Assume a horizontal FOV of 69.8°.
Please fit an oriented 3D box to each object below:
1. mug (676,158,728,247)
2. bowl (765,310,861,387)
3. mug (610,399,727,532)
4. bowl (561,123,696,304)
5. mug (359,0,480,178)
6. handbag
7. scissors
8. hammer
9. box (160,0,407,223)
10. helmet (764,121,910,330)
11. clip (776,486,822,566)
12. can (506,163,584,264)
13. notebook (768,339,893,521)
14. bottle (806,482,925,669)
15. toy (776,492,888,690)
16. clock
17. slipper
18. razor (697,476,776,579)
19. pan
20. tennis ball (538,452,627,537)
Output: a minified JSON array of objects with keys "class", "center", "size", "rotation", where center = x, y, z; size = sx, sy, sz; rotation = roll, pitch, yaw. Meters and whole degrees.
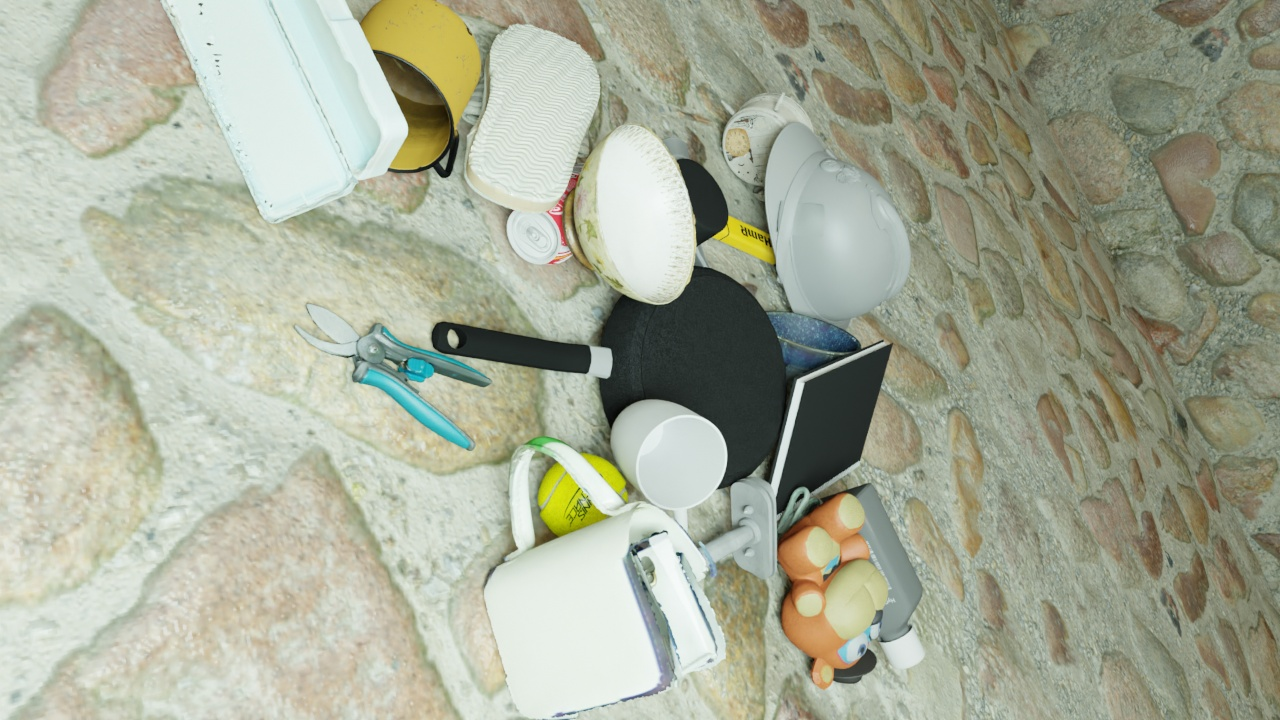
[{"class":"mug","center":[0.025,-0.126,0.872],"size":[0.078,0.088,0.113],"rotation":[37,44,-28]},{"class":"bowl","center":[0.170,-0.005,0.971],"size":[0.114,0.061,0.114],"rotation":[12,20,-4]},{"class":"mug","center":[0.016,0.082,0.700],"size":[0.071,0.089,0.107],"rotation":[-11,105,-19]},{"class":"bowl","center":[-0.018,-0.113,0.741],"size":[0.145,0.063,0.145],"rotation":[18,69,-55]},{"class":"mug","center":[-0.172,-0.202,0.697],"size":[0.093,0.101,0.124],"rotation":[-79,149,-42]},{"class":"handbag","center":[-0.034,0.131,0.598],"size":[0.073,0.152,0.176],"rotation":[-8,73,-50]},{"class":"scissors","center":[-0.161,0.011,0.637],"size":[0.155,0.019,0.124],"rotation":[-12,75,-49]},{"class":"hammer","center":[0.137,-0.129,1.052],"size":[0.324,0.034,0.169],"rotation":[15,58,-45]},{"class":"box","center":[-0.237,-0.204,0.603],"size":[0.197,0.126,0.074],"rotation":[63,3,4]},{"class":"helmet","center":[0.243,-0.142,1.036],"size":[0.182,0.118,0.271],"rotation":[-47,127,-39]},{"class":"clip","center":[0.144,0.157,0.862],"size":[0.042,0.023,0.075],"rotation":[39,73,-28]},{"class":"can","center":[-0.065,-0.126,0.791],"size":[0.064,0.064,0.104],"rotation":[54,39,-9]},{"class":"notebook","center":[0.191,0.067,0.923],"size":[0.206,0.016,0.149],"rotation":[-17,124,-51]},{"class":"bottle","center":[0.221,0.214,0.889],"size":[0.046,0.084,0.174],"rotation":[-26,89,-52]},{"class":"toy","center":[0.170,0.211,0.823],"size":[0.111,0.096,0.176],"rotation":[-33,126,-44]},{"class":"clock","center":[0.150,-0.237,1.087],"size":[0.061,0.103,0.157],"rotation":[-43,127,-44]},{"class":"slipper","center":[-0.096,-0.208,0.789],"size":[0.114,0.054,0.272],"rotation":[13,43,-11]},{"class":"razor","center":[0.063,0.159,0.771],"size":[0.116,0.047,0.088],"rotation":[-20,116,-35]},{"class":"pan","center":[-0.004,0.005,0.768],"size":[0.355,0.044,0.204],"rotation":[10,77,-38]},{"class":"tennis ball","center":[-0.042,0.102,0.675],"size":[0.065,0.066,0.065],"rotation":[26,50,-36]}]
